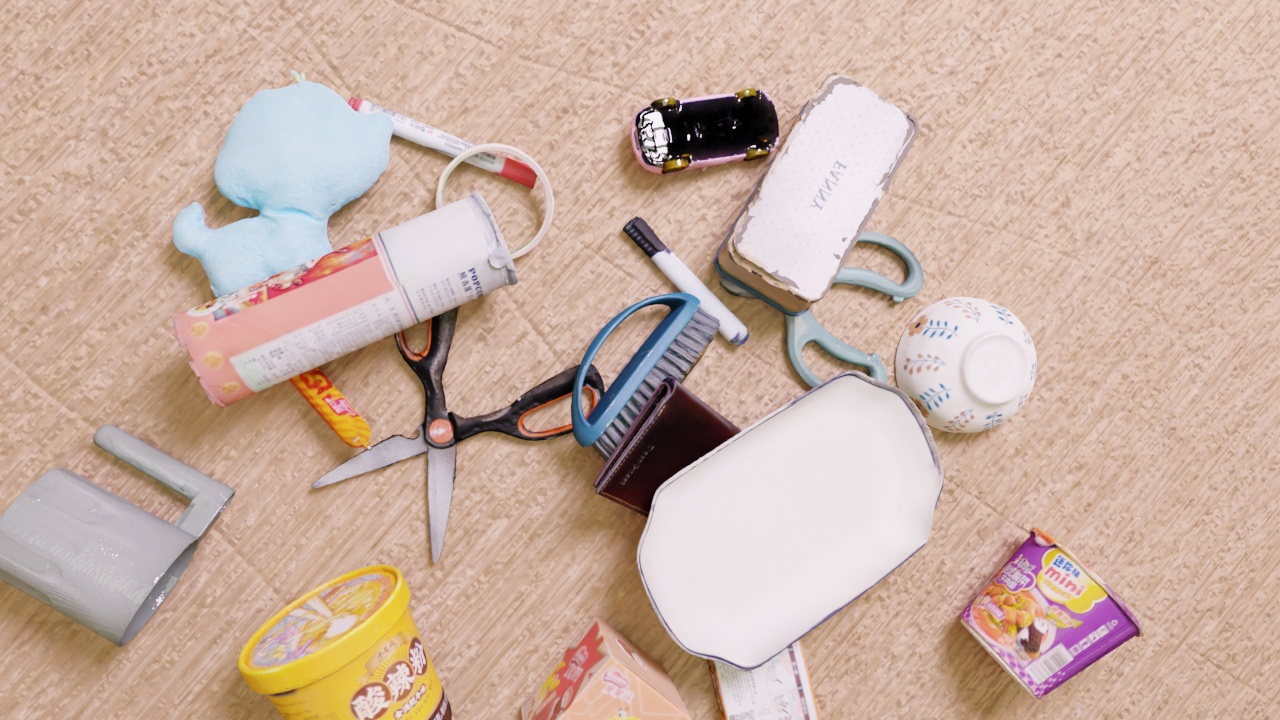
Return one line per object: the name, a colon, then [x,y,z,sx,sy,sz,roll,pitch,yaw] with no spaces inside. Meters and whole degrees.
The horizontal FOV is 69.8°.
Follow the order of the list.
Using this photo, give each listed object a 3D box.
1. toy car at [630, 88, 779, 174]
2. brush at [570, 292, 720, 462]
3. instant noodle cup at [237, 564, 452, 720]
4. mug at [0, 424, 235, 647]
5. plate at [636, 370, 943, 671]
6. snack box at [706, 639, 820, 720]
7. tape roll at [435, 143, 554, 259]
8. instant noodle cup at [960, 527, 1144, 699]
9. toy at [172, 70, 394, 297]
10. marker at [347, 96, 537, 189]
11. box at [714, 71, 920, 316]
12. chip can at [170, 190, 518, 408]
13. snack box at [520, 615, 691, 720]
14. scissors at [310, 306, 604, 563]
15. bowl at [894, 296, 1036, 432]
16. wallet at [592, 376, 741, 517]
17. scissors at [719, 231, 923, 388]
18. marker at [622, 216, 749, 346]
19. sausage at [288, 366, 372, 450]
toy car: [0.049,-0.175,0.703,0.122,0.037,0.056,-13,96,-22]
brush: [-0.004,0.004,0.684,0.073,0.055,0.143,41,75,-9]
instant noodle cup: [-0.198,0.224,0.641,0.118,0.118,0.114,-25,104,-8]
mug: [-0.362,0.116,0.630,0.103,0.084,0.123,32,60,-9]
plate: [0.116,0.118,0.703,0.265,0.034,0.162,-30,99,-18]
snack box: [0.091,0.235,0.733,0.075,0.026,0.154,-15,95,-9]
tape roll: [-0.107,-0.116,0.678,0.086,0.014,0.086,-1,107,-4]
instant noodle cup: [0.321,0.207,0.736,0.099,0.111,0.111,-42,99,4]
toy: [-0.248,-0.125,0.644,0.161,0.050,0.156,-12,96,-11]
marker: [-0.145,-0.161,0.679,0.145,0.017,0.017,20,89,-10]
box: [0.130,-0.119,0.696,0.090,0.062,0.184,33,85,-1]
chip can: [-0.195,-0.042,0.623,0.214,0.071,0.071,-25,96,-11]
snack box: [-0.029,0.260,0.679,0.077,0.093,0.094,41,86,-9]
scissors: [-0.139,0.035,0.686,0.233,0.022,0.221,-16,95,-9]
bowl: [0.270,0.005,0.735,0.113,0.062,0.113,-1,94,-10]
wallet: [0.025,0.073,0.680,0.096,0.020,0.122,-56,140,-2]
scissors: [0.153,-0.060,0.735,0.176,0.019,0.172,42,86,-8]
marker: [0.037,-0.061,0.712,0.130,0.023,0.018,45,75,-8]
sausage: [-0.248,0.002,0.657,0.021,0.021,0.165,-41,91,-6]
